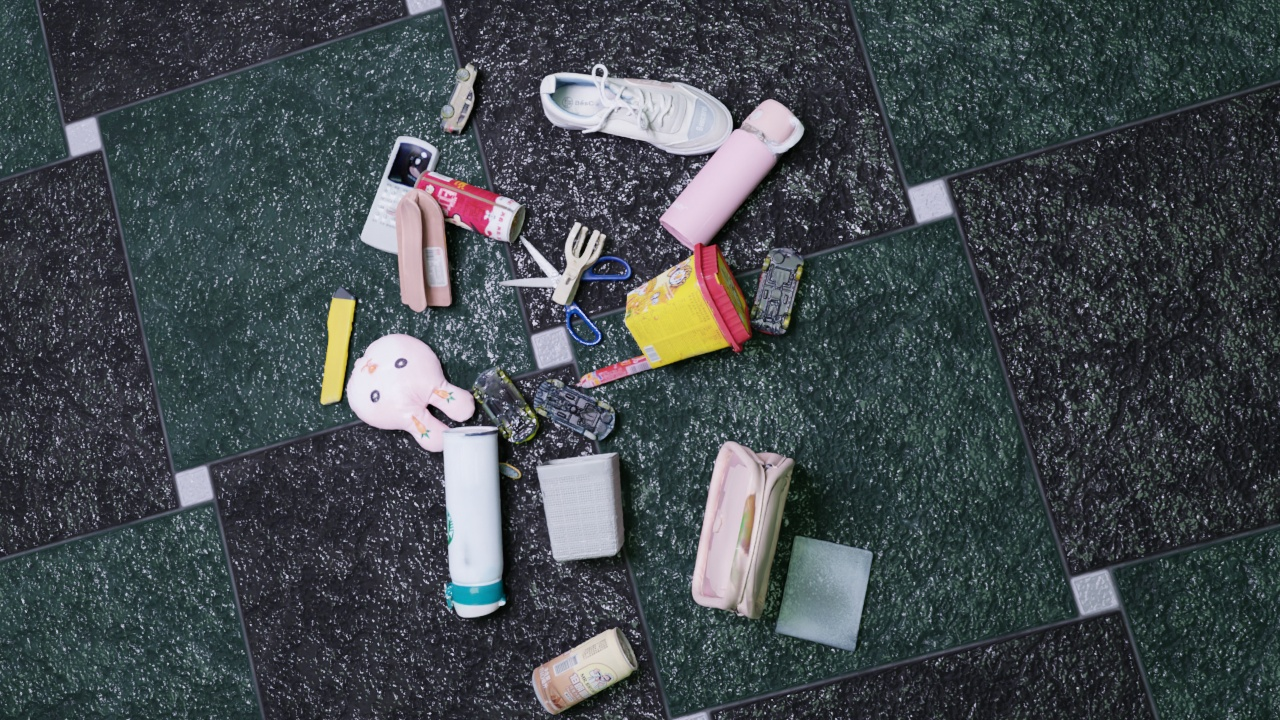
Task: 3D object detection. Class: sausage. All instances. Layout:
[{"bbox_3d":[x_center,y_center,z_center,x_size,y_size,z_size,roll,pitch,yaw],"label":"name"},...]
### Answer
[{"bbox_3d":[-0.007,0.007,1.132,0.156,0.020,0.020,-17,84,4],"label":"sausage"}]

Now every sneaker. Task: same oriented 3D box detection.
[{"bbox_3d":[-0.006,-0.312,1.120,0.242,0.090,0.089,10,88,6],"label":"sneaker"}]

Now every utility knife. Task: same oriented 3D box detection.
[{"bbox_3d":[-0.388,-0.018,1.174,0.033,0.015,0.153,7,87,12],"label":"utility knife"}]

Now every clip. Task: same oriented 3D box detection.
[{"bbox_3d":[-0.074,-0.120,1.139,0.035,0.083,0.105,22,112,9],"label":"clip"}]

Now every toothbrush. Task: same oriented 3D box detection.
[{"bbox_3d":[-0.235,0.103,1.148,0.191,0.018,0.016,26,87,7],"label":"toothbrush"}]

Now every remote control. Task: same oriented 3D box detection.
[{"bbox_3d":[-0.308,-0.213,1.177,0.058,0.021,0.150,19,89,7],"label":"remote control"}]

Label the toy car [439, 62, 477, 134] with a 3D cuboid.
[{"bbox_3d":[-0.229,-0.333,1.169,0.035,0.042,0.090,20,93,-17],"label":"toy car"}]

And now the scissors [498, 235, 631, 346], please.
[{"bbox_3d":[-0.090,-0.093,1.152,0.162,0.012,0.175,-23,83,5],"label":"scissors"}]

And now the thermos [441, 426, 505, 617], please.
[{"bbox_3d":[-0.203,0.194,1.104,0.073,0.073,0.224,-2,93,5],"label":"thermos"}]

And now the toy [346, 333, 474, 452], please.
[{"bbox_3d":[-0.286,0.039,1.139,0.159,0.054,0.121,32,78,6],"label":"toy"}]

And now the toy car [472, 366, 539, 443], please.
[{"bbox_3d":[-0.166,0.056,1.139,0.048,0.032,0.105,-39,72,2],"label":"toy car"}]

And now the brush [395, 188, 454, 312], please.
[{"bbox_3d":[-0.267,-0.136,1.119,0.063,0.073,0.146,4,114,7],"label":"brush"}]

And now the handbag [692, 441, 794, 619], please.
[{"bbox_3d":[0.115,0.191,0.998,0.093,0.234,0.193,12,87,4],"label":"handbag"}]

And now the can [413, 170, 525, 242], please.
[{"bbox_3d":[-0.215,-0.192,1.150,0.133,0.053,0.053,20,88,7],"label":"can"}]

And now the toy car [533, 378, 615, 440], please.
[{"bbox_3d":[-0.079,0.061,1.129,0.105,0.031,0.049,25,89,8],"label":"toy car"}]

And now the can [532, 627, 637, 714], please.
[{"bbox_3d":[-0.066,0.369,1.092,0.116,0.058,0.058,-29,84,2],"label":"can"}]

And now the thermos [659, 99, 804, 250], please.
[{"bbox_3d":[0.115,-0.221,1.106,0.198,0.087,0.067,-48,127,1],"label":"thermos"}]

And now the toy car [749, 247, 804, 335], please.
[{"bbox_3d":[0.166,-0.084,1.115,0.049,0.031,0.106,14,88,6],"label":"toy car"}]

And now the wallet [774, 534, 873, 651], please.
[{"bbox_3d":[0.219,0.275,1.092,0.097,0.019,0.120,12,86,4],"label":"wallet"}]

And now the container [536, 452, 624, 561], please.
[{"bbox_3d":[-0.067,0.174,1.093,0.090,0.090,0.114,-7,88,5],"label":"container"}]

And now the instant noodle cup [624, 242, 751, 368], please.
[{"bbox_3d":[0.054,-0.058,1.080,0.124,0.116,0.116,-23,119,16],"label":"instant noodle cup"}]
